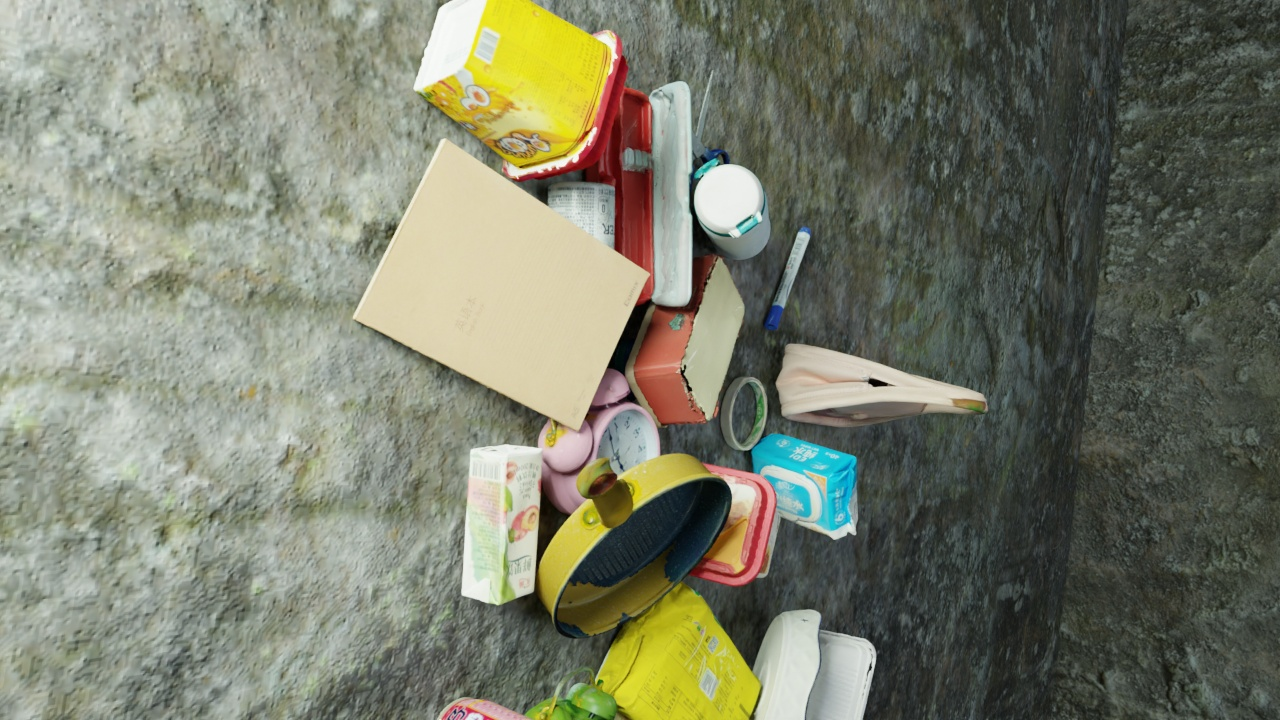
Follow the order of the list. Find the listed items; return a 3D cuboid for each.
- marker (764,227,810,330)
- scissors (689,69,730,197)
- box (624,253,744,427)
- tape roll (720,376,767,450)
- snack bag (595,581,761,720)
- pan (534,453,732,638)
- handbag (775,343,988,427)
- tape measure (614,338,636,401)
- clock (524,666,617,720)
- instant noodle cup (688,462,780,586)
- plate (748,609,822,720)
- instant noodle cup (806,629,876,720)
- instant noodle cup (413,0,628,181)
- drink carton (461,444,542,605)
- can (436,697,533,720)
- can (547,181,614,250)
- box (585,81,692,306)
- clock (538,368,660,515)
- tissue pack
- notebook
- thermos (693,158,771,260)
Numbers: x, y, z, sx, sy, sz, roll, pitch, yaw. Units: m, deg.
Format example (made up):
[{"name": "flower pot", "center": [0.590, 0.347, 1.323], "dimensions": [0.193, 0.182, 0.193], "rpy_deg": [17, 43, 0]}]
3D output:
[{"name": "marker", "center": [0.182, -0.102, 1.129], "dimensions": [0.017, 0.017, 0.145], "rpy_deg": [45, 59, -45]}, {"name": "scissors", "center": [0.056, -0.203, 0.930], "dimensions": [0.162, 0.012, 0.174], "rpy_deg": [-68, 154, -5]}, {"name": "box", "center": [0.055, -0.021, 0.895], "dimensions": [0.091, 0.077, 0.167], "rpy_deg": [60, 37, -37]}, {"name": "tape roll", "center": [0.122, 0.062, 1.073], "dimensions": [0.085, 0.014, 0.086], "rpy_deg": [-8, 100, -52]}, {"name": "snack bag", "center": [0.047, 0.346, 0.969], "dimensions": [0.157, 0.068, 0.246], "rpy_deg": [-58, 134, -30]}, {"name": "pan", "center": [-0.011, 0.138, 0.746], "dimensions": [0.197, 0.078, 0.358], "rpy_deg": [-39, 148, -10]}, {"name": "handbag", "center": [0.304, 0.040, 1.125], "dimensions": [0.193, 0.235, 0.093], "rpy_deg": [13, 82, -52]}, {"name": "tape measure", "center": [-0.005, 0.005, 0.891], "dimensions": [0.058, 0.025, 0.054], "rpy_deg": [-50, 129, -50]}, {"name": "clock", "center": [-0.070, 0.348, 0.810], "dimensions": [0.116, 0.056, 0.161], "rpy_deg": [-4, 103, -60]}, {"name": "instant noodle cup", "center": [0.093, 0.180, 0.980], "dimensions": [0.124, 0.117, 0.116], "rpy_deg": [39, 63, -60]}, {"name": "plate", "center": [0.159, 0.384, 1.063], "dimensions": [0.205, 0.045, 0.205], "rpy_deg": [20, 87, -86]}, {"name": "instant noodle cup", "center": [0.213, 0.423, 1.154], "dimensions": [0.060, 0.138, 0.173], "rpy_deg": [26, 72, -28]}, {"name": "instant noodle cup", "center": [-0.092, -0.211, 0.691], "dimensions": [0.123, 0.116, 0.116], "rpy_deg": [24, 74, -39]}, {"name": "drink carton", "center": [-0.114, 0.132, 0.749], "dimensions": [0.053, 0.046, 0.122], "rpy_deg": [-2, 97, -63]}, {"name": "can", "center": [-0.115, 0.311, 0.730], "dimensions": [0.066, 0.094, 0.066], "rpy_deg": [-9, 102, -51]}, {"name": "can", "center": [-0.051, -0.079, 0.794], "dimensions": [0.058, 0.058, 0.147], "rpy_deg": [-7, 100, -52]}, {"name": "box", "center": [0.012, -0.149, 0.837], "dimensions": [0.095, 0.098, 0.201], "rpy_deg": [-10, 102, -52]}, {"name": "clock", "center": [-0.040, 0.074, 0.827], "dimensions": [0.117, 0.060, 0.158], "rpy_deg": [-55, 133, -34]}, {"name": "tissue pack", "center": [0.193, 0.146, 1.077], "dimensions": [0.063, 0.140, 0.090], "rpy_deg": [-29, 122, -38]}, {"name": "notebook", "center": [-0.099, -0.052, 0.719], "dimensions": [0.211, 0.012, 0.149], "rpy_deg": [31, 78, -34]}, {"name": "thermos", "center": [0.089, -0.142, 0.883], "dimensions": [0.224, 0.073, 0.073], "rpy_deg": [-3, 98, -81]}]
